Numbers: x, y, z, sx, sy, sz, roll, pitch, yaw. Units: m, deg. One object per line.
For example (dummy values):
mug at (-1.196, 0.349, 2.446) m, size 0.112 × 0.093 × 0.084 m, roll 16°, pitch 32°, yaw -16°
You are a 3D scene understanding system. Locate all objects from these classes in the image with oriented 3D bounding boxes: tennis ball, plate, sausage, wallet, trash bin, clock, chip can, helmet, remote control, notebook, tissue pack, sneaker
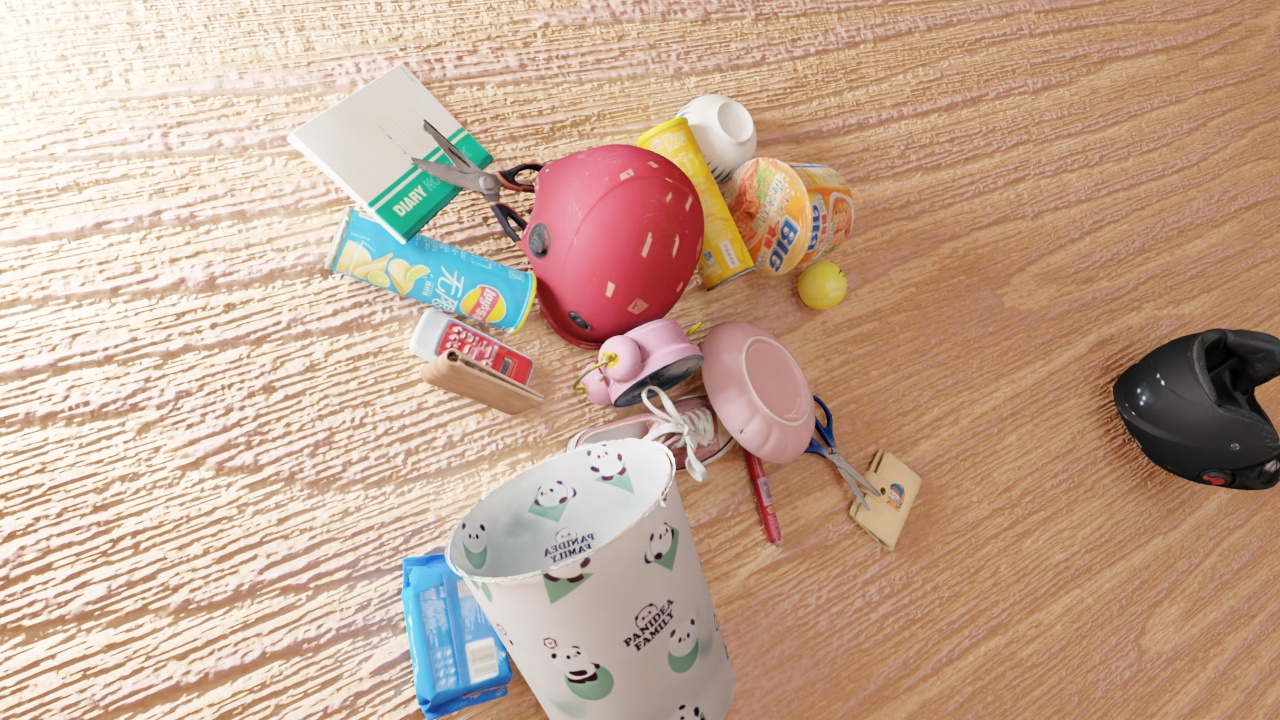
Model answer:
tennis ball at (0.245, -0.101, 1.237) m, size 0.065 × 0.066 × 0.065 m, roll 7°, pitch 74°, yaw -27°
plate at (0.155, 0.032, 1.132) m, size 0.192 × 0.039 × 0.192 m, roll 26°, pitch 48°, yaw -32°
sausage at (0.150, 0.157, 1.147) m, size 0.020 × 0.020 × 0.156 m, roll -11°, pitch 83°, yaw -31°
wallet at (-0.166, 0.026, 0.958) m, size 0.115 × 0.101 × 0.020 m, roll 27°, pitch 69°, yaw -22°
trash bin at (-0.032, 0.240, 0.892) m, size 0.229 × 0.230 × 0.252 m, roll -34°, pitch 111°, yaw -31°
clock at (-0.006, 0.006, 1.044) m, size 0.158 × 0.117 × 0.060 m, roll -19°, pitch 74°, yaw -33°
chip can at (-0.220, -0.093, 0.975) m, size 0.210 × 0.071 × 0.071 m, roll 19°, pitch 69°, yaw -23°
helmet at (-0.016, -0.135, 1.041) m, size 0.206 × 0.144 × 0.240 m, roll 12°, pitch 80°, yaw -34°
remote control at (-0.183, -0.006, 1.003) m, size 0.136 × 0.020 × 0.055 m, roll 29°, pitch 66°, yaw -20°
notebook at (-0.255, -0.226, 0.980) m, size 0.150 × 0.012 × 0.208 m, roll 44°, pitch 39°, yaw -13°
chip can at (0.072, -0.197, 1.161) m, size 0.071 × 0.072 × 0.213 m, roll -26°, pitch 91°, yaw -31°
tissue pack at (-0.186, 0.267, 0.914) m, size 0.094 × 0.052 × 0.157 m, roll -6°, pitch 81°, yaw -32°
wallet at (0.331, 0.184, 1.238) m, size 0.087 × 0.024 × 0.115 m, roll 39°, pitch 64°, yaw -13°
sneaker at (0.034, 0.087, 1.058) m, size 0.240 × 0.088 × 0.118 m, roll -10°, pitch 83°, yaw -33°
helmet at (0.904, 0.085, 1.462) m, size 0.275 × 0.231 × 0.232 m, roll 51°, pitch 53°, yaw -18°

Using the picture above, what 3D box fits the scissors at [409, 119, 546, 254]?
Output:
scissors at (-0.157, -0.191, 1.037) m, size 0.223 × 0.015 × 0.189 m, roll -28°, pitch 101°, yaw -46°

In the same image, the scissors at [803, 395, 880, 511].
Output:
scissors at (0.257, 0.117, 1.211) m, size 0.170 × 0.012 × 0.144 m, roll 21°, pitch 65°, yaw -17°

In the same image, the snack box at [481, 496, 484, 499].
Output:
snack box at (-0.093, 0.183, 1.001) m, size 0.156 × 0.027 × 0.084 m, roll 0°, pitch 78°, yaw -29°

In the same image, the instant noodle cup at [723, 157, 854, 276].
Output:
instant noodle cup at (0.197, -0.191, 1.193) m, size 0.111 × 0.152 × 0.151 m, roll -14°, pitch 85°, yaw -39°

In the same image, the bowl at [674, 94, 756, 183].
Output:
bowl at (0.107, -0.300, 1.210) m, size 0.116 × 0.066 × 0.116 m, roll 8°, pitch 74°, yaw -27°
